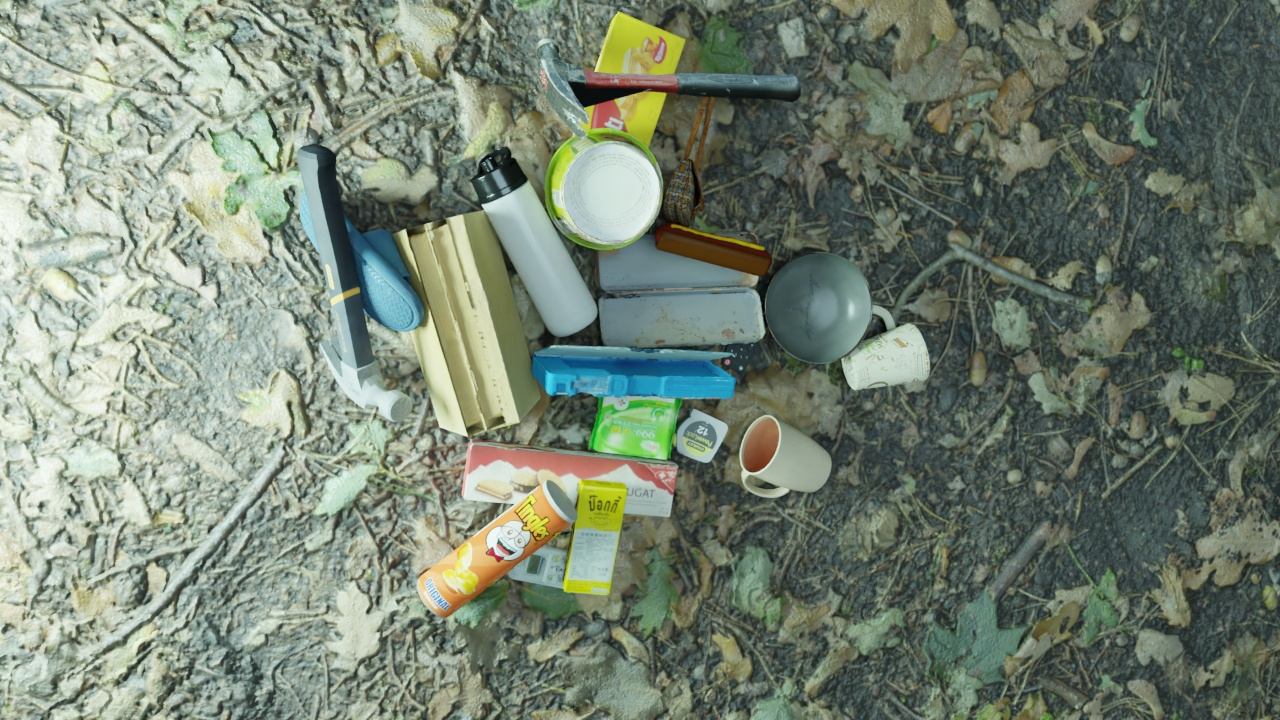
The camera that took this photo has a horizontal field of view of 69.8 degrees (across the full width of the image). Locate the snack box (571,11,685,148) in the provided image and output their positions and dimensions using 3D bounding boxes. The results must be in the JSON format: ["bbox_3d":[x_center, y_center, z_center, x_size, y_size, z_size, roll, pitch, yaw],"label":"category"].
[{"bbox_3d":[-0.022,-0.320,1.146,0.092,0.042,0.200,19,92,-14],"label":"snack box"}]

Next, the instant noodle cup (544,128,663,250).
[{"bbox_3d":[-0.038,-0.201,1.087,0.146,0.098,0.146,-2,103,-9],"label":"instant noodle cup"}]

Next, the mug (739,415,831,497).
[{"bbox_3d":[0.189,0.141,1.235,0.104,0.085,0.112,25,119,-25],"label":"mug"}]

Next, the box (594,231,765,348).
[{"bbox_3d":[0.051,-0.092,1.185,0.216,0.063,0.157,-3,77,-12],"label":"box"}]

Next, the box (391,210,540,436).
[{"bbox_3d":[-0.213,-0.043,1.094,0.148,0.141,0.249,-15,100,-3],"label":"box"}]

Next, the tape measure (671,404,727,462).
[{"bbox_3d":[0.078,0.099,1.232,0.064,0.017,0.065,25,91,-14],"label":"tape measure"}]

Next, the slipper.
[{"bbox_3d":[-0.321,-0.118,1.069,0.213,0.104,0.059,47,51,11],"label":"slipper"}]

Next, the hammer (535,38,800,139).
[{"bbox_3d":[0.043,-0.324,1.098,0.325,0.036,0.140,-4,57,-18],"label":"hammer"}]

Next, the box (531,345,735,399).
[{"bbox_3d":[-0.007,0.005,1.146,0.243,0.091,0.066,2,105,-21],"label":"box"}]

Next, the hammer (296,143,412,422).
[{"bbox_3d":[-0.330,-0.085,1.026,0.035,0.139,0.313,-31,132,-39],"label":"hammer"}]

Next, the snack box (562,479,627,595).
[{"bbox_3d":[-0.059,0.227,1.177,0.061,0.025,0.149,7,104,-13],"label":"snack box"}]

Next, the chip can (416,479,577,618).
[{"bbox_3d":[-0.179,0.236,1.144,0.210,0.062,0.062,-38,103,8],"label":"chip can"}]

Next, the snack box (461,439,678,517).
[{"bbox_3d":[-0.089,0.153,1.187,0.272,0.044,0.076,8,96,-13],"label":"snack box"}]

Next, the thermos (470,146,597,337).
[{"bbox_3d":[-0.130,-0.146,1.131,0.068,0.101,0.230,-24,110,9],"label":"thermos"}]

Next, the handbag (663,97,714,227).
[{"bbox_3d":[0.077,-0.265,1.157,0.043,0.093,0.195,15,84,11],"label":"handbag"}]

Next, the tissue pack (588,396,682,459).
[{"bbox_3d":[-0.006,0.076,1.203,0.114,0.034,0.099,8,96,-11],"label":"tissue pack"}]

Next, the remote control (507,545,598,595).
[{"bbox_3d":[-0.107,0.273,1.209,0.133,0.022,0.050,14,94,-14],"label":"remote control"}]

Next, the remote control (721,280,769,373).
[{"bbox_3d":[0.147,-0.045,1.233,0.039,0.010,0.125,23,91,-14],"label":"remote control"}]

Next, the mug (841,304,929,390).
[{"bbox_3d":[0.324,-0.019,1.252,0.097,0.081,0.122,-15,78,-3],"label":"mug"}]

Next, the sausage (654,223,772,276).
[{"bbox_3d":[0.092,-0.141,1.156,0.155,0.040,0.040,13,93,-11],"label":"sausage"}]

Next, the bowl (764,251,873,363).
[{"bbox_3d":[0.229,-0.071,1.224,0.150,0.057,0.151,-2,97,-13],"label":"bowl"}]
